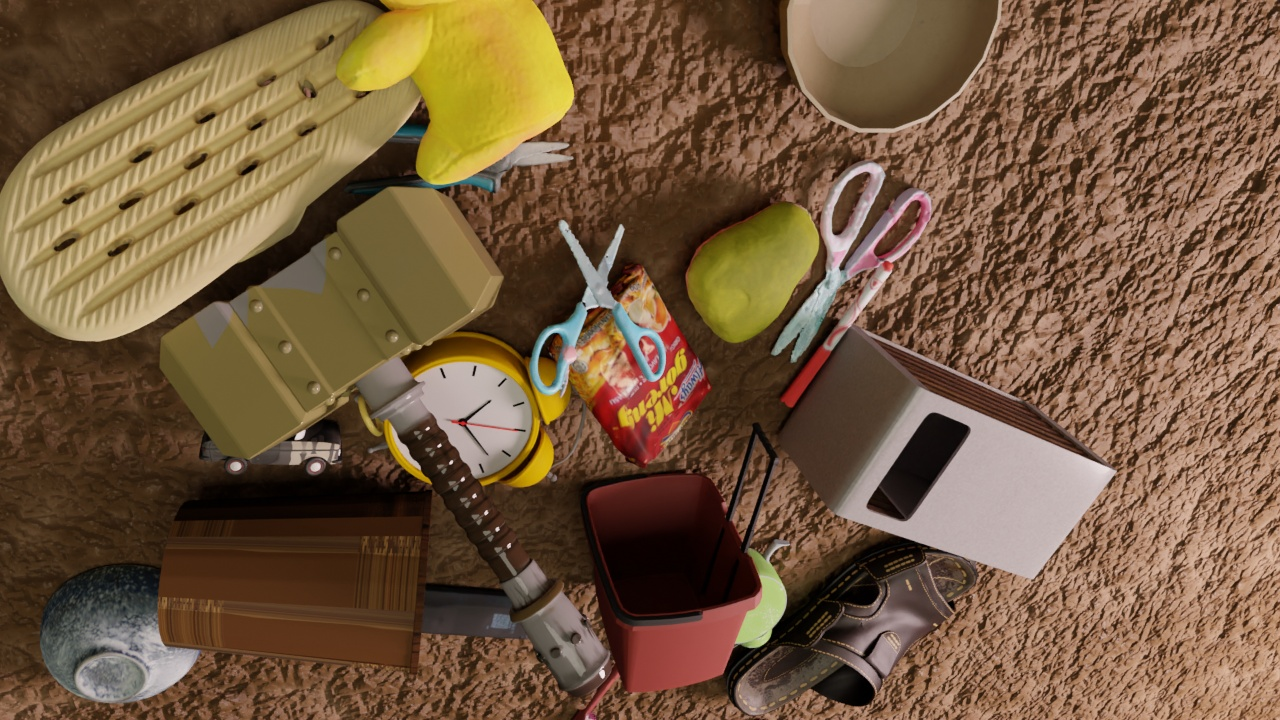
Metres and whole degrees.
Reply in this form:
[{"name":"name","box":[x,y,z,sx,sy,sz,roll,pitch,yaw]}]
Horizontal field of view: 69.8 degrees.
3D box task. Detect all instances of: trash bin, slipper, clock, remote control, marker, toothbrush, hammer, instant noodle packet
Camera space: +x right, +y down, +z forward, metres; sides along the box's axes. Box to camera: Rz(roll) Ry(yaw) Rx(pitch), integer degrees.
[{"name":"trash bin","box":[0.251,0.077,0.761,0.228,0.114,0.115,21,109,-25]},{"name":"slipper","box":[-0.245,-0.116,0.539,0.261,0.079,0.111,-39,100,-12]},{"name":"clock","box":[-0.116,0.041,0.672,0.152,0.052,0.114,10,114,-17]},{"name":"remote control","box":[-0.159,0.212,0.765,0.150,0.022,0.047,10,113,-21]},{"name":"marker","box":[0.156,-0.020,0.734,0.012,0.012,0.142,22,113,-25]},{"name":"slipper","box":[0.205,0.264,0.868,0.268,0.075,0.113,-33,121,2]},{"name":"toothbrush","box":[-0.012,0.277,0.847,0.016,0.016,0.190,23,108,-30]},{"name":"hammer","box":[-0.119,0.074,0.582,0.190,0.100,0.325,-33,96,1]},{"name":"instant noodle packet","box":[-0.004,0.004,0.674,0.098,0.040,0.135,-48,124,-26]},{"name":"clock","box":[0.085,0.218,0.828,0.094,0.042,0.119,9,114,-20]}]

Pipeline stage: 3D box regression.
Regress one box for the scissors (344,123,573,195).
[{"name":"scissors","box":[-0.123,-0.128,0.598,0.142,0.019,0.127,-45,114,2]}]

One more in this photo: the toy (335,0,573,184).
[{"name":"toy","box":[-0.105,-0.201,0.501,0.134,0.088,0.194,-41,124,-41]}]

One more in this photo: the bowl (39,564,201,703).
[{"name":"bowl","box":[-0.384,0.215,0.679,0.114,0.060,0.114,-7,120,-13]}]

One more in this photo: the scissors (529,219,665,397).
[{"name":"scissors","box":[-0.022,-0.026,0.617,0.133,0.015,0.135,36,68,-34]}]

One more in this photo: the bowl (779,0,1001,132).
[{"name":"bowl","box":[0.158,-0.232,0.608,0.152,0.050,0.152,-7,118,-13]}]

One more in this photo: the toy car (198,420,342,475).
[{"name":"toy car","box":[-0.257,0.055,0.642,0.092,0.040,0.037,3,113,-21]}]

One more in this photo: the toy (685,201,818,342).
[{"name":"toy","box":[0.086,-0.067,0.674,0.110,0.051,0.090,-39,123,3]}]

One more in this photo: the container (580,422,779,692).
[{"name":"container","box":[0.025,0.145,0.712,0.127,0.148,0.201,-6,127,-15]}]

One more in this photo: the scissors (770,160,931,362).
[{"name":"scissors","box":[0.143,-0.073,0.710,0.103,0.016,0.179,30,108,-31]}]

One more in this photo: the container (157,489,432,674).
[{"name":"container","box":[-0.240,0.155,0.656,0.167,0.132,0.132,5,115,-12]}]
